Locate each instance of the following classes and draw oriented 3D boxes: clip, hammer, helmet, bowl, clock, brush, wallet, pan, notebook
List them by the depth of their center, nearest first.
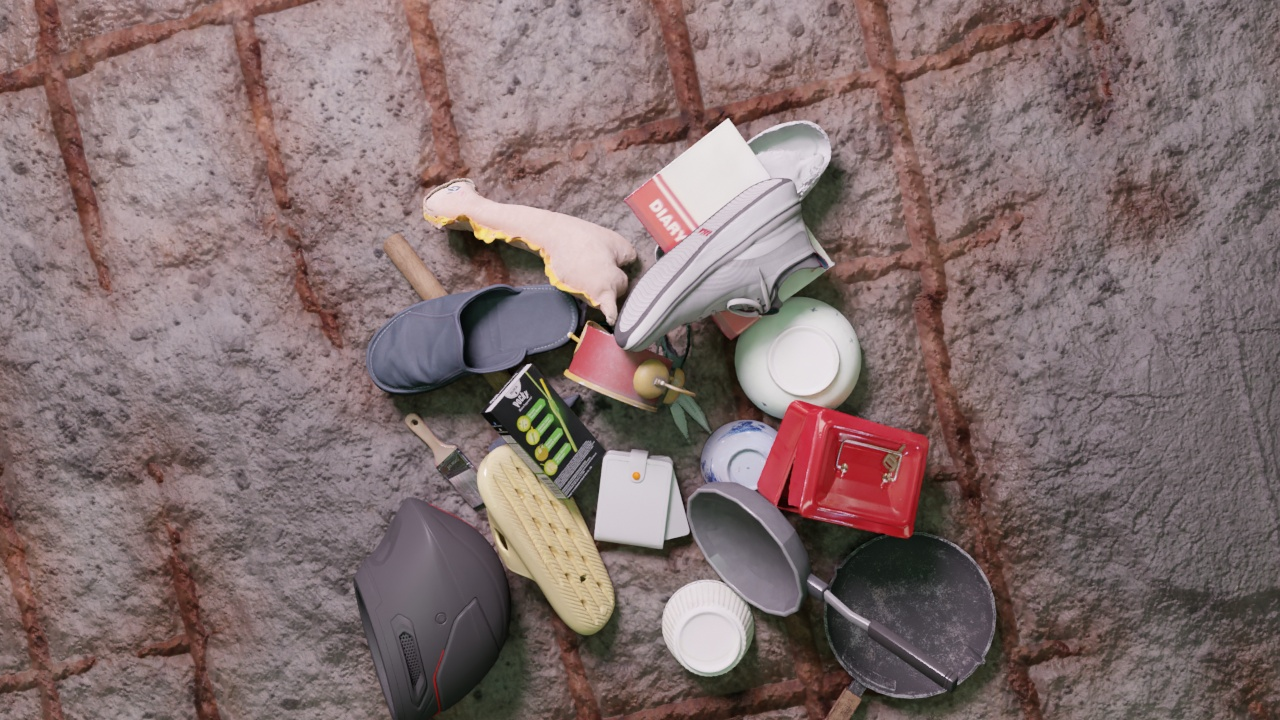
[{"bbox_3d":[0.191,0.247,1.013,0.041,0.357,0.179,-34,134,-28],"label":"pan"},{"bbox_3d":[0.103,-0.148,1.061,0.153,0.012,0.209,-37,100,8],"label":"notebook"},{"bbox_3d":[-0.006,0.006,1.068,0.159,0.117,0.081,23,91,25],"label":"clock"},{"bbox_3d":[-0.240,0.289,1.090,0.169,0.164,0.265,-17,97,-24],"label":"helmet"},{"bbox_3d":[0.191,-0.001,1.095,0.153,0.073,0.153,0,91,4],"label":"bowl"},{"bbox_3d":[0.130,0.130,1.117,0.114,0.045,0.114,0,92,4],"label":"bowl"},{"bbox_3d":[0.083,0.332,1.120,0.115,0.062,0.115,0,92,4],"label":"bowl"},{"bbox_3d":[0.282,0.370,1.121,0.207,0.040,0.357,33,95,2],"label":"pan"},{"bbox_3d":[0.007,0.171,1.132,0.115,0.037,0.118,7,96,4],"label":"wallet"},{"bbox_3d":[-0.072,-0.065,1.141,0.042,0.014,0.052,43,96,2],"label":"clip"},{"bbox_3d":[-0.213,-0.027,1.142,0.129,0.040,0.321,-38,88,0],"label":"hammer"},{"bbox_3d":[-0.243,0.124,1.159,0.039,0.012,0.151,-42,89,5],"label":"brush"}]

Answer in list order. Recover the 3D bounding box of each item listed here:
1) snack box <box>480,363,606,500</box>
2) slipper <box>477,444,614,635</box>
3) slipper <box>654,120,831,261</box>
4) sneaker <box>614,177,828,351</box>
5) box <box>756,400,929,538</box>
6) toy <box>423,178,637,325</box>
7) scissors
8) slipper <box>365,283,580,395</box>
[{"bbox_3d":[-0.113,0.086,1.088,0.147,0.025,0.080,52,57,-22],"label":"snack box"},{"bbox_3d":[-0.121,0.219,1.121,0.079,0.111,0.261,-19,105,45],"label":"slipper"},{"bbox_3d":[0.121,-0.188,1.090,0.247,0.074,0.112,-40,115,10],"label":"slipper"},{"bbox_3d":[0.091,-0.080,1.020,0.263,0.097,0.129,-40,108,-6],"label":"sneaker"},{"bbox_3d":[0.233,0.124,1.061,0.157,0.112,0.134,17,88,-19],"label":"box"},{"bbox_3d":[-0.135,-0.136,1.082,0.264,0.195,0.065,15,129,-6],"label":"toy"},{"bbox_3d":[0.042,0.000,1.134,0.142,0.015,0.209,-43,88,3],"label":"scissors"},{"bbox_3d":[-0.206,-0.032,1.083,0.265,0.083,0.109,-14,88,4],"label":"slipper"}]
